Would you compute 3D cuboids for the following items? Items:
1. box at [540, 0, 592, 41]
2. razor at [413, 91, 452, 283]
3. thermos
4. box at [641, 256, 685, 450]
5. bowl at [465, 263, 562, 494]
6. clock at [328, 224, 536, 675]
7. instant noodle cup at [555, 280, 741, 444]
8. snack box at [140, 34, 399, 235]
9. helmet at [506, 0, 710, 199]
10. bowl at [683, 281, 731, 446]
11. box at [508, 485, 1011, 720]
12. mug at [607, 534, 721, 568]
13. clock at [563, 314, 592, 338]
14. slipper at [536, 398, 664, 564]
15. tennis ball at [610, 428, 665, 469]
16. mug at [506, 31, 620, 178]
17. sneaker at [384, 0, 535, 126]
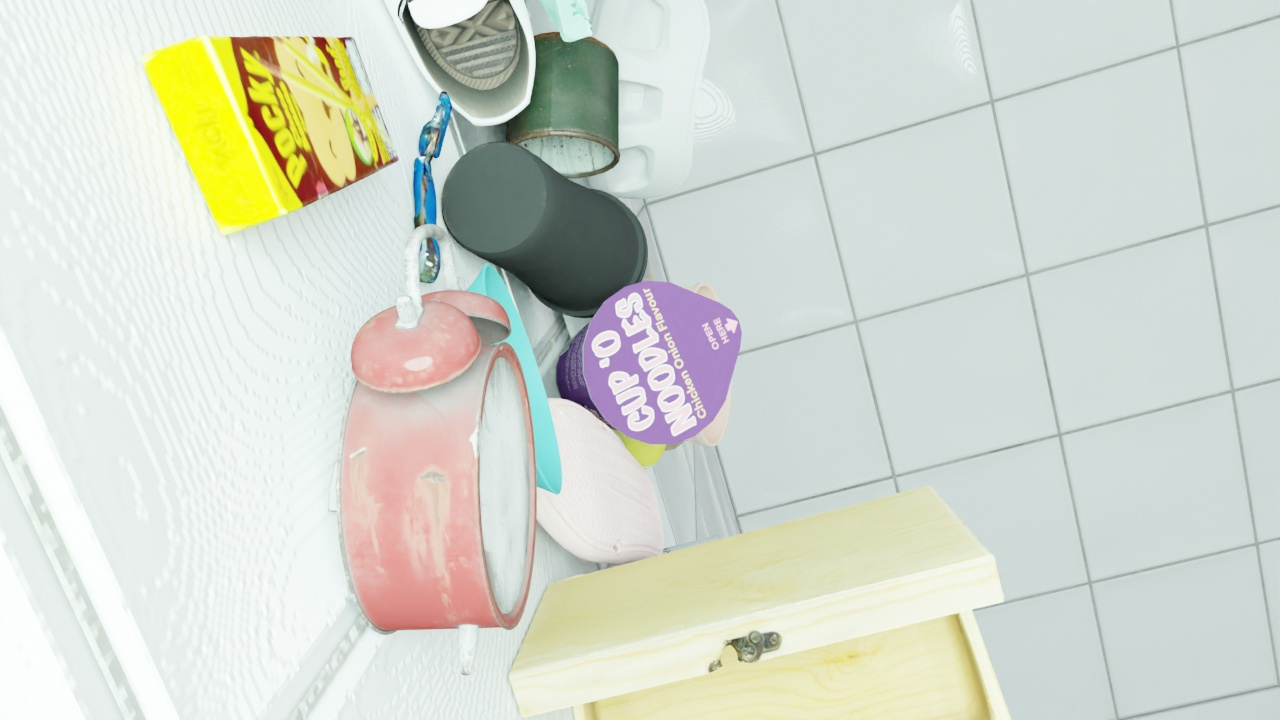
[{"bbox_3d":[-0.050,-0.293,0.583,0.077,0.080,0.188,73,-10,-54],"label":"box"},{"bbox_3d":[-0.122,-0.099,0.527,0.044,0.018,0.140,120,-29,-44],"label":"razor"},{"bbox_3d":[-0.066,-0.093,0.669,0.218,0.106,0.106,15,60,-77],"label":"thermos"},{"bbox_3d":[-0.006,0.002,1.008,0.151,0.043,0.216,125,-47,-67],"label":"box"},{"bbox_3d":[-0.080,0.016,0.465,0.121,0.046,0.121,-11,84,-89],"label":"bowl"},{"bbox_3d":[-0.081,0.029,0.352,0.109,0.062,0.157,-71,159,-79],"label":"clock"},{"bbox_3d":[-0.004,0.004,0.735,0.122,0.136,0.122,65,-24,-5],"label":"instant noodle cup"},{"bbox_3d":[-0.136,-0.095,0.363,0.148,0.026,0.061,-88,160,-71],"label":"snack box"},{"bbox_3d":[-0.042,-0.275,0.851,0.281,0.184,0.225,-92,-166,-57],"label":"helmet"},{"bbox_3d":[0.031,0.005,0.861,0.152,0.076,0.153,-3,90,-70],"label":"bowl"},{"bbox_3d":[0.070,0.161,0.536,0.141,0.248,0.185,-99,171,-48],"label":"box"},{"bbox_3d":[0.034,0.205,0.795,0.119,0.096,0.083,56,20,-71],"label":"mug"},{"bbox_3d":[-0.050,-0.058,0.912,0.159,0.061,0.120,-105,177,-49],"label":"clock"},{"bbox_3d":[-0.034,0.099,0.657,0.221,0.056,0.106,44,32,-60],"label":"slipper"},{"bbox_3d":[-0.007,0.076,0.897,0.065,0.065,0.065,-14,89,-84],"label":"tennis ball"},{"bbox_3d":[-0.060,-0.186,0.694,0.111,0.085,0.081,144,-53,-74],"label":"mug"},{"bbox_3d":[-0.122,-0.241,0.534,0.246,0.091,0.097,75,-2,-47],"label":"sneaker"}]
